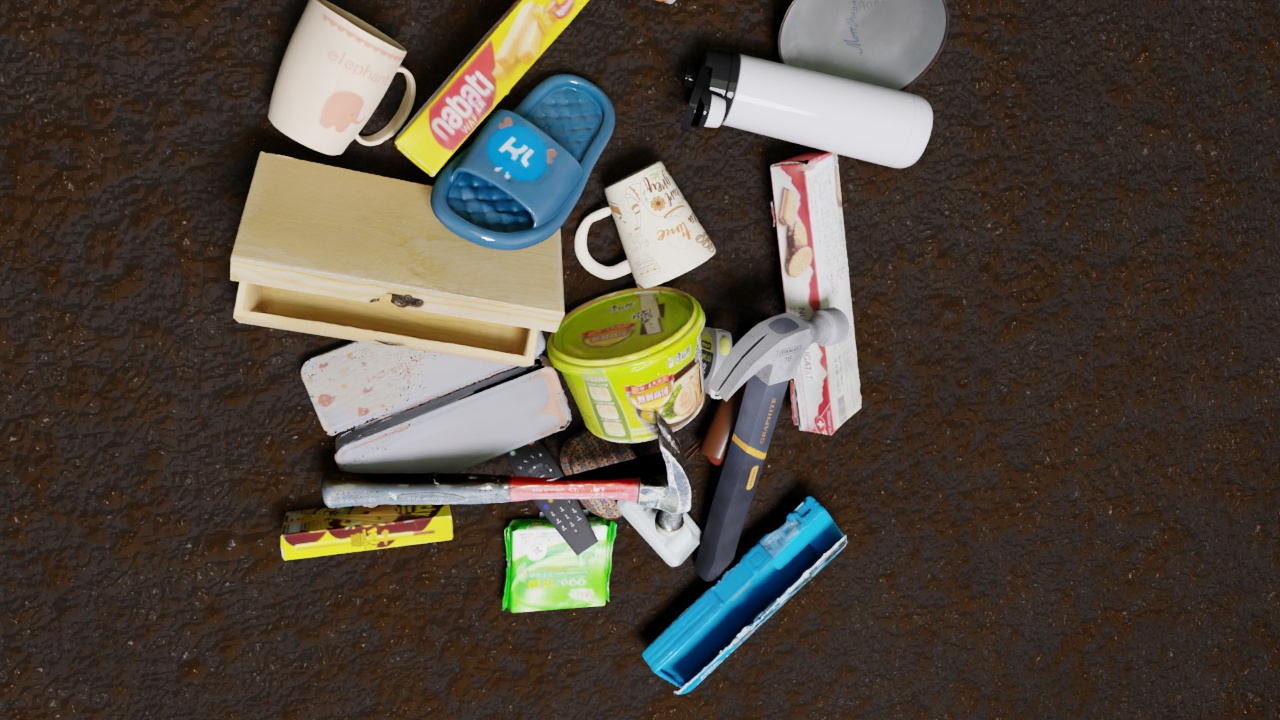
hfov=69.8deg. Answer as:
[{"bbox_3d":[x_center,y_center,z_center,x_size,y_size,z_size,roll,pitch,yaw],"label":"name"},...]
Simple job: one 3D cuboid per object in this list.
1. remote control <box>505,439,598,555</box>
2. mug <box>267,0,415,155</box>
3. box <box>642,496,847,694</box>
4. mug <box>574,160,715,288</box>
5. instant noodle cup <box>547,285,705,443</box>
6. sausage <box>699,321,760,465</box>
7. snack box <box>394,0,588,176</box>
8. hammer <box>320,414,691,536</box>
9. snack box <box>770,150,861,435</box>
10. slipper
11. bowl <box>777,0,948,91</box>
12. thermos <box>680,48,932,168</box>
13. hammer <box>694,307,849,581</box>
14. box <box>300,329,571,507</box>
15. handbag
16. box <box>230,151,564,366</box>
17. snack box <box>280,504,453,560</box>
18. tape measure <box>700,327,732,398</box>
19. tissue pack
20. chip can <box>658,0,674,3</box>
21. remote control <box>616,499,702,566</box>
[{"bbox_3d":[-0.086,0.131,0.897,0.039,0.010,0.124,-33,90,-7],"label":"remote control"},{"bbox_3d":[-0.240,-0.222,0.752,0.111,0.085,0.104,18,110,-49],"label":"mug"},{"bbox_3d":[0.122,0.259,0.970,0.243,0.066,0.091,-43,139,-2],"label":"box"},{"bbox_3d":[-0.005,-0.120,0.855,0.122,0.081,0.097,-22,103,18],"label":"mug"},{"bbox_3d":[-0.005,0.005,0.844,0.146,0.146,0.098,-21,119,-10],"label":"instant noodle cup"},{"bbox_3d":[0.104,0.033,0.924,0.040,0.040,0.155,24,89,-21],"label":"sausage"},{"bbox_3d":[-0.126,-0.242,0.766,0.042,0.092,0.200,42,90,-21],"label":"snack box"},{"bbox_3d":[-0.116,0.108,0.815,0.326,0.036,0.141,0,134,-4],"label":"hammer"},{"bbox_3d":[0.175,-0.066,0.913,0.076,0.044,0.273,-30,117,-48],"label":"snack box"},{"bbox_3d":[-0.086,-0.171,0.767,0.104,0.059,0.213,36,58,-2],"label":"slipper"},{"bbox_3d":[0.202,-0.313,0.848,0.151,0.056,0.151,2,142,1],"label":"bowl"},{"bbox_3d":[0.150,-0.223,0.838,0.230,0.101,0.069,11,136,-9],"label":"thermos"},{"bbox_3d":[0.108,0.096,0.902,0.139,0.035,0.313,-14,130,-34],"label":"hammer"},{"bbox_3d":[-0.185,0.031,0.850,0.216,0.063,0.157,-21,98,-10],"label":"box"},{"bbox_3d":[0.013,0.076,0.929,0.195,0.043,0.093,-33,107,-15],"label":"handbag"},{"bbox_3d":[-0.196,-0.083,0.762,0.248,0.149,0.140,9,73,-18],"label":"box"},{"bbox_3d":[-0.251,0.152,0.849,0.148,0.061,0.026,-5,104,-16],"label":"snack box"},{"bbox_3d":[0.070,0.001,0.902,0.016,0.064,0.065,6,98,-18],"label":"tape measure"},{"bbox_3d":[-0.083,0.203,0.927,0.114,0.034,0.100,0,106,-14],"label":"tissue pack"},{"bbox_3d":[-0.064,-0.361,0.770,0.210,0.062,0.062,10,101,-19],"label":"chip can"},{"bbox_3d":[0.023,0.163,0.926,0.050,0.022,0.133,-46,134,-11],"label":"remote control"}]
